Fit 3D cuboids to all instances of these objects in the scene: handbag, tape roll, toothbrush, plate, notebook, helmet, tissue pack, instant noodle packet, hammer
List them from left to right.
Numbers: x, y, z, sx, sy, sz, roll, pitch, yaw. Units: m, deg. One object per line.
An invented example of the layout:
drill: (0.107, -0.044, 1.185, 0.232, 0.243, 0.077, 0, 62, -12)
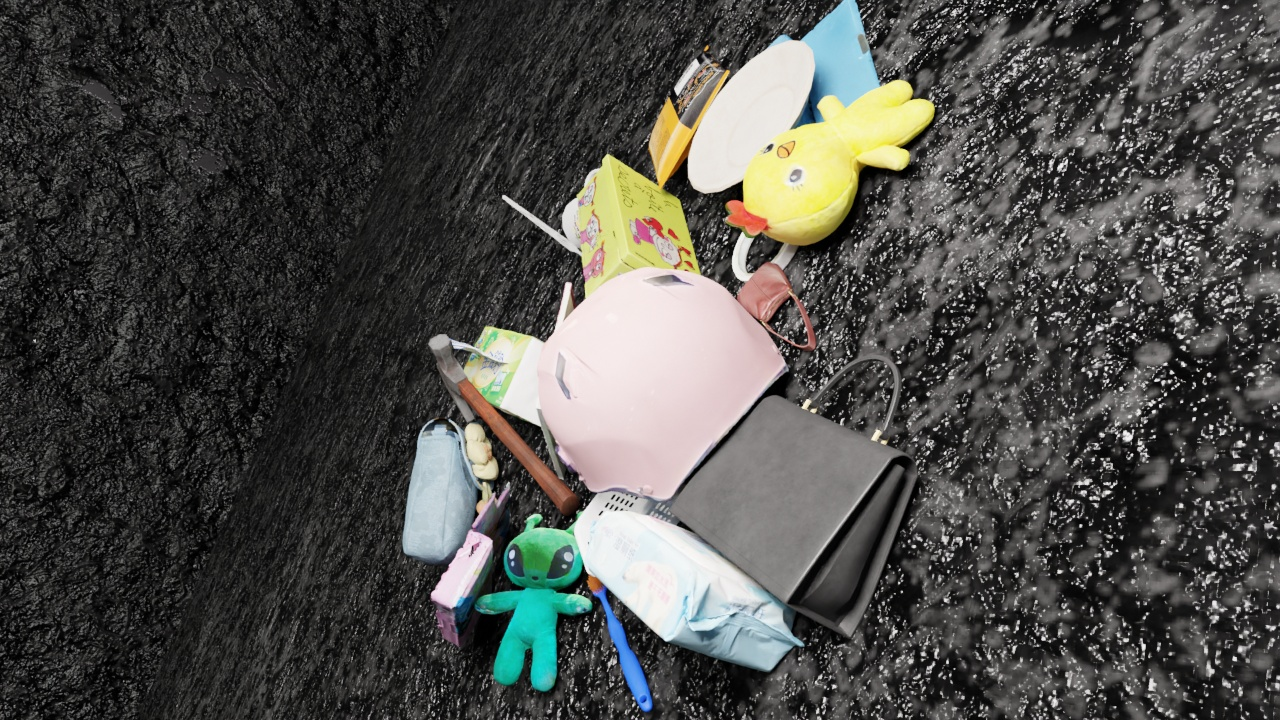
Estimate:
handbag: (-0.246, 0.176, 1.217, 0.122, 0.118, 0.191, 80, -166, -69)
tissue pack: (-0.198, 0.006, 1.245, 0.198, 0.141, 0.120, 1, 66, 59)
hammer: (-0.167, 0.087, 1.124, 0.028, 0.111, 0.301, -32, 49, -21)
toothbrush: (-0.109, -0.164, 1.207, 0.010, 0.181, 0.010, -49, 27, 12)
notebook: (-0.085, 0.029, 1.043, 0.209, 0.012, 0.152, 86, -166, -63)
toothbrush: (-0.021, 0.261, 0.866, 0.016, 0.018, 0.182, -31, 31, -3)
helmet: (-0.005, 0.005, 0.867, 0.230, 0.152, 0.255, -45, 24, -4)
instant noodle packet: (0.057, -0.318, 1.187, 0.160, 0.032, 0.220, -58, 16, 21)
tissue pack: (0.040, 0.181, 0.738, 0.182, 0.112, 0.070, 19, 83, 61)
plate: (0.124, -0.259, 0.997, 0.189, 0.027, 0.188, -38, 36, 34)
tape roll: (0.131, -0.122, 0.953, 0.093, 0.013, 0.092, -39, 36, 36)
handbag: (0.136, -0.045, 0.873, 0.055, 0.029, 0.119, -51, 36, 16)
handbag: (0.138, 0.080, 0.720, 0.195, 0.072, 0.176, -59, 28, -2)

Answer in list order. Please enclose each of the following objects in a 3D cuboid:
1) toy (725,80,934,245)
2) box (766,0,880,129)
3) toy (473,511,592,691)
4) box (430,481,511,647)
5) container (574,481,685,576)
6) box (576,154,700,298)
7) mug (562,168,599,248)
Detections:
toy: (0.176, -0.183, 0.863, 0.208, 0.092, 0.133, -42, 39, 15)
box: (0.177, -0.295, 1.011, 0.175, 0.033, 0.231, -39, 35, 35)
toy: (-0.106, 0.248, 0.970, 0.131, 0.072, 0.193, 1, 63, 16)
box: (-0.179, 0.227, 1.034, 0.231, 0.035, 0.159, 108, -173, -62)
container: (-0.004, 0.150, 0.901, 0.129, 0.049, 0.080, -54, 30, 15)
box: (-0.004, -0.137, 1.077, 0.081, 0.124, 0.220, -44, 31, 29)
mug: (-0.054, -0.210, 1.255, 0.090, 0.073, 0.105, -7, 85, 57)
